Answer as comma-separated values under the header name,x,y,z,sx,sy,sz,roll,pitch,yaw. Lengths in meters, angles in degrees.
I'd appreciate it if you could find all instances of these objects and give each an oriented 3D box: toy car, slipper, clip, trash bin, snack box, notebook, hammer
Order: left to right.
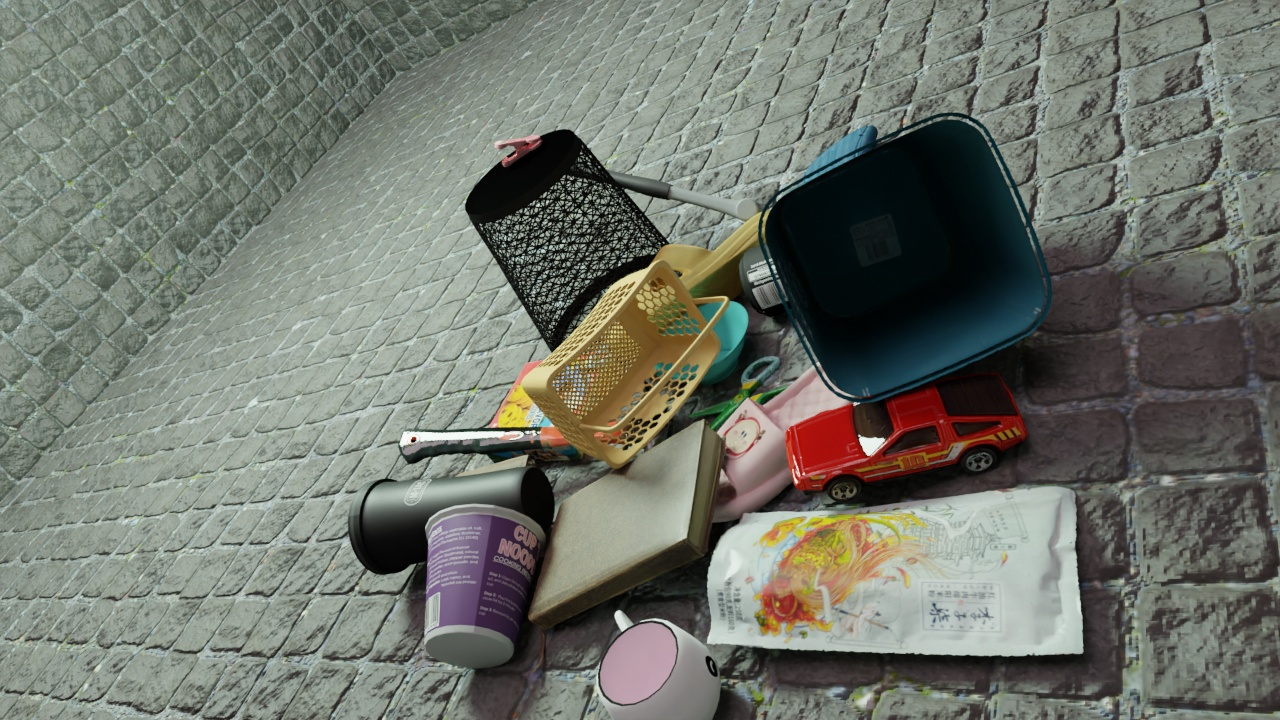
name,x,y,z,sx,sy,sz,roll,pitch,yaw
clip,-0.150,-0.256,1.124,0.058,0.050,0.023,2,29,-18
hammer,-0.123,0.085,1.021,0.334,0.033,0.132,-5,48,19
snack box,-0.107,0.058,1.118,0.145,0.040,0.142,-8,41,37
trash bin,-0.084,-0.144,1.165,0.217,0.243,0.216,-25,33,18
notebook,-0.019,0.169,0.843,0.216,0.034,0.189,-33,27,35
hammer,0.019,-0.226,1.206,0.311,0.124,0.029,17,99,16
slipper,0.059,-0.097,1.092,0.263,0.099,0.078,-37,59,-9
slipper,0.125,0.065,0.865,0.221,0.056,0.107,-39,30,-3
slipper,0.248,-0.225,1.128,0.104,0.059,0.213,-28,19,32
trash bin,0.219,-0.102,0.829,0.199,0.196,0.218,-24,10,11
toy car,0.216,0.061,0.764,0.189,0.056,0.081,-17,34,13

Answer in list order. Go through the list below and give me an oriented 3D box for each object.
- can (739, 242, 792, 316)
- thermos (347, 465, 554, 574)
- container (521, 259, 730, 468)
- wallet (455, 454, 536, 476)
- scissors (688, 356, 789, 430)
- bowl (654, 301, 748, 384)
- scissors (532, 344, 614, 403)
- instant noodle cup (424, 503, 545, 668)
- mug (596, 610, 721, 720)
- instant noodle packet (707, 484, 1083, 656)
name,x,y,z,sx,sy,sz,roll,pitch,yaw
can,0.188,-0.105,1.004,0.146,0.080,0.080,-19,36,27
thermos,-0.204,0.167,0.991,0.219,0.106,0.105,-13,38,23
container,-0.005,0.005,0.908,0.183,0.129,0.167,-48,24,-24
wallet,-0.179,0.165,1.064,0.121,0.027,0.098,-18,41,26
scissors,0.105,0.037,0.964,0.130,0.012,0.116,-17,35,27
bowl,0.074,-0.008,1.020,0.121,0.046,0.121,-25,33,18
scissors,-0.078,0.012,1.101,0.130,0.013,0.125,-36,31,3
instant noodle cup,-0.160,0.229,0.896,0.137,0.122,0.121,111,166,-48
mug,0.011,0.245,0.720,0.090,0.076,0.124,-38,31,-2
instant noodle packet,0.184,0.156,0.693,0.270,0.057,0.146,-11,37,30
